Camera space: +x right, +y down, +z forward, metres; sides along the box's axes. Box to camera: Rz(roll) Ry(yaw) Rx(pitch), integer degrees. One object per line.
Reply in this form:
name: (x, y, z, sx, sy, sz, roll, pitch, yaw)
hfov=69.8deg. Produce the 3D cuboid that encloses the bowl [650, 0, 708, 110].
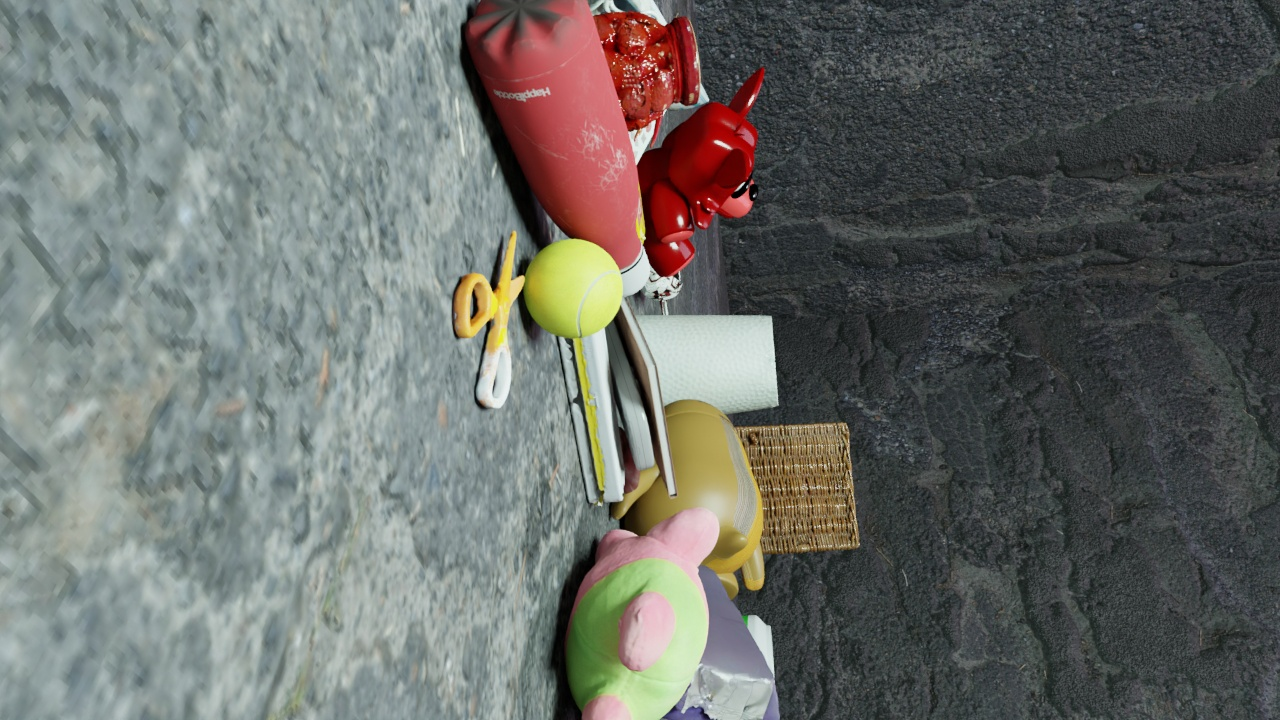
bowl: (0.003, -0.314, 0.956, 0.144, 0.074, 0.143, 55, 15, -22)

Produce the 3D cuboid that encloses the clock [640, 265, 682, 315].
clock: (0.028, -0.125, 1.108, 0.114, 0.065, 0.154, -17, 98, -83)

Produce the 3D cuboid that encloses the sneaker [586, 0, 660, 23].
sneaker: (-0.023, -0.346, 0.792, 0.090, 0.089, 0.243, -108, -170, -52)

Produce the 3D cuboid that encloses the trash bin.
trash bin: (0.075, 0.007, 1.062, 0.133, 0.161, 0.133, -3, 89, -82)

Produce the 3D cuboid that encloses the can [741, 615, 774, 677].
can: (0.052, 0.284, 0.853, 0.087, 0.140, 0.088, -3, 89, -81)

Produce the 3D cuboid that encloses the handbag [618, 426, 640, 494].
handbag: (-0.027, 0.064, 0.827, 0.055, 0.029, 0.120, -92, 168, -49)

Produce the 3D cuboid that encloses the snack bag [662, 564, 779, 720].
snack bag: (0.040, 0.222, 0.760, 0.058, 0.096, 0.205, -67, -160, 13)

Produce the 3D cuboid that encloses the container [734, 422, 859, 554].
container: (0.141, 0.180, 1.224, 0.183, 0.250, 0.162, 92, -4, -77)

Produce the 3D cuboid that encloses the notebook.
notebook: (-0.005, 0.005, 0.830, 0.209, 0.008, 0.141, -113, -170, -54)

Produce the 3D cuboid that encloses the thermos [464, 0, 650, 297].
thermos: (-0.039, -0.127, 0.601, 0.240, 0.073, 0.073, 68, 19, -52)

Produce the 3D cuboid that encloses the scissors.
scissors: (-0.080, -0.023, 0.534, 0.133, 0.012, 0.097, -69, 155, -68)

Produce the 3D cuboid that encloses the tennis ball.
tennis ball: (-0.044, -0.047, 0.604, 0.065, 0.065, 0.065, -3, 89, -82)

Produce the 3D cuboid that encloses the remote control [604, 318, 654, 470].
remote control: (-0.013, 0.026, 0.805, 0.151, 0.019, 0.074, -110, -172, -49)

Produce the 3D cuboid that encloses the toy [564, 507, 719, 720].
toy: (-0.006, 0.186, 0.674, 0.236, 0.097, 0.192, -105, -140, -77)

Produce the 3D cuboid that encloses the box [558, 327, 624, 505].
box: (-0.038, 0.020, 0.740, 0.064, 0.033, 0.210, -83, 167, -63)

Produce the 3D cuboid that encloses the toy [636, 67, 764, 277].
toy: (0.063, -0.193, 0.960, 0.198, 0.120, 0.158, -33, -144, 49)

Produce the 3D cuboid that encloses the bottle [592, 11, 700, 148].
bottle: (-0.012, -0.232, 0.751, 0.099, 0.111, 0.099, 169, -89, -85)

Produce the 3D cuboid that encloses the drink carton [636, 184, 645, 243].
drink carton: (-0.023, -0.173, 0.895, 0.058, 0.043, 0.135, -83, 167, -56)

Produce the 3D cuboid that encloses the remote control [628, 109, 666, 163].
remote control: (-0.018, -0.195, 0.814, 0.143, 0.024, 0.049, -63, 156, -11)

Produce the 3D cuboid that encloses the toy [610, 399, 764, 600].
toy: (0.046, 0.133, 0.946, 0.198, 0.163, 0.202, 31, 40, -29)
